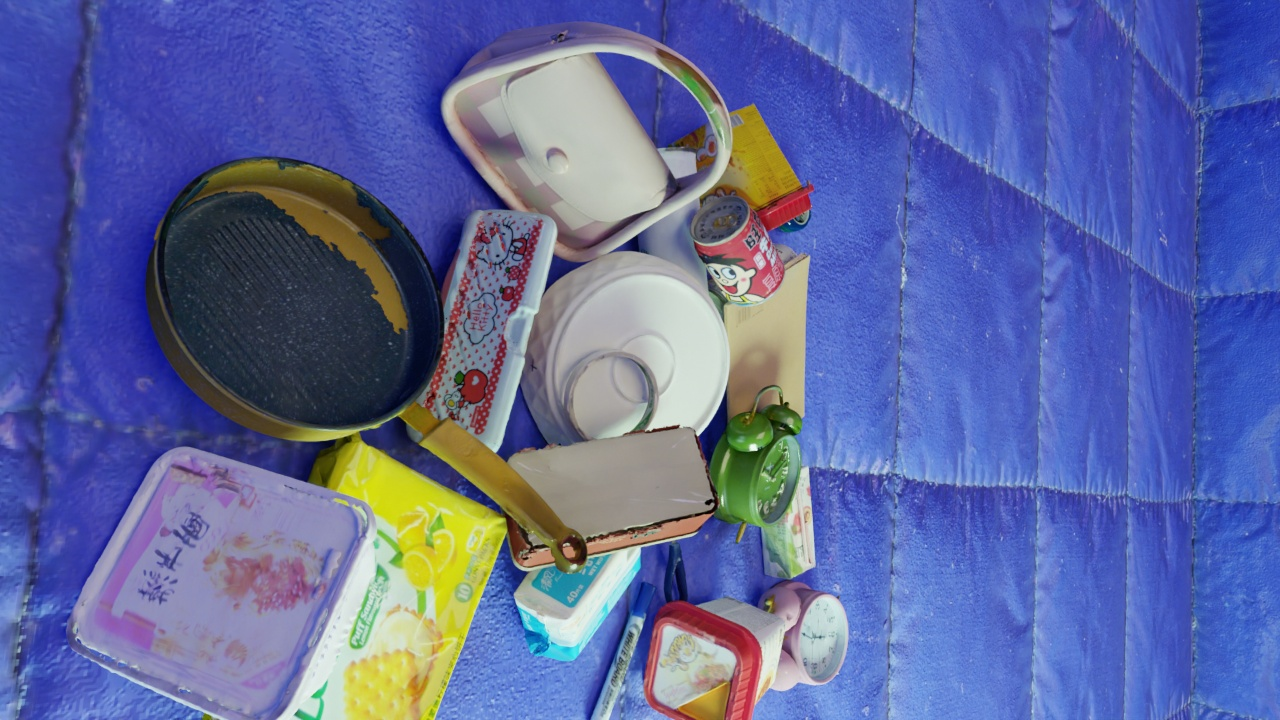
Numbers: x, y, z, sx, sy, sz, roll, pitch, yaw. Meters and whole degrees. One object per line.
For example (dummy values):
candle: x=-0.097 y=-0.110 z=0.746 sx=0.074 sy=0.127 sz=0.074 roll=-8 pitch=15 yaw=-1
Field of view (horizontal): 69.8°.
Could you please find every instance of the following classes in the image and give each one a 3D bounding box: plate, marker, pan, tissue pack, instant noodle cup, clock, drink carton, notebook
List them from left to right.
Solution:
instant noodle cup: x=-0.244 y=0.139 z=0.563 sx=0.060 sy=0.174 sz=0.137 roll=59 pitch=47 yaw=-59
pan: x=-0.167 y=0.015 z=0.622 sx=0.357 sy=0.078 sz=0.197 roll=53 pitch=41 yaw=-11
tissue pack: x=-0.052 y=0.186 z=0.799 sx=0.139 sy=0.063 sz=0.090 roll=-51 pitch=156 yaw=-33
marker: x=-0.017 y=0.283 z=0.880 sx=0.017 sy=0.017 sz=0.145 roll=41 pitch=61 yaw=-36
plate: x=-0.005 y=0.005 z=0.832 sx=0.204 sy=0.046 sz=0.205 roll=-4 pitch=100 yaw=-26
instant noodle cup: x=0.080 y=0.294 z=0.909 sx=0.124 sy=0.117 sz=0.116 roll=-5 pitch=107 yaw=-57
instant noodle cup: x=0.098 y=-0.188 z=0.952 sx=0.115 sy=0.116 sz=0.123 roll=-32 pitch=99 yaw=-42
clock: x=0.125 y=0.104 z=0.968 sx=0.115 sy=0.056 sz=0.161 roll=-12 pitch=110 yaw=-54
notebook: x=0.139 y=0.005 z=1.003 sx=0.149 sy=0.012 sz=0.212 roll=-33 pitch=130 yaw=-40
drink carton: x=0.169 y=0.183 z=1.049 sx=0.053 sy=0.046 sz=0.122 roll=-8 pitch=95 yaw=-46
clock: x=0.174 y=0.313 z=1.041 sx=0.158 sy=0.060 sz=0.117 roll=11 pitch=81 yaw=-43

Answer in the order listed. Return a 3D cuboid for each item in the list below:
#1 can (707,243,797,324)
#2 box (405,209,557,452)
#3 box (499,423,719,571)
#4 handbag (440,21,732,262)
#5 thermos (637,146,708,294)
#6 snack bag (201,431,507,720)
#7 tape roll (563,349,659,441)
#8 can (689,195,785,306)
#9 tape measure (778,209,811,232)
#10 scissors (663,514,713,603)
can: x=0.115 y=-0.078 z=0.994 sx=0.146 sy=0.058 sz=0.058 roll=-32 pitch=111 yaw=-41
box: x=-0.117 y=-0.021 z=0.732 sx=0.095 sy=0.098 sz=0.201 roll=25 pitch=72 yaw=-41
box: x=-0.026 y=0.105 z=0.746 sx=0.168 sy=0.077 sz=0.091 roll=-8 pitch=64 yaw=-20
handbag: x=-0.027 y=-0.182 z=0.729 sx=0.193 sy=0.235 sz=0.093 roll=51 pitch=54 yaw=-31
thermos: x=0.030 y=-0.092 z=0.906 sx=0.073 sy=0.073 sz=0.224 roll=-10 pitch=96 yaw=-45
snack bag: x=-0.202 y=0.185 z=0.658 sx=0.158 sy=0.068 sz=0.246 roll=38 pitch=62 yaw=-39
tape roll: x=-0.025 y=0.033 z=0.794 sx=0.085 sy=0.014 sz=0.086 roll=-4 pitch=101 yaw=-25
can: x=0.092 y=-0.104 z=0.875 sx=0.094 sy=0.067 sz=0.066 roll=52 pitch=54 yaw=-44
tape measure: x=0.176 y=-0.179 z=1.083 sx=0.054 sy=0.025 sz=0.058 roll=-49 pitch=117 yaw=-32
scissors: x=0.038 y=0.174 z=0.919 sx=0.173 sy=0.012 sz=0.162 roll=-5 pitch=101 yaw=-58
